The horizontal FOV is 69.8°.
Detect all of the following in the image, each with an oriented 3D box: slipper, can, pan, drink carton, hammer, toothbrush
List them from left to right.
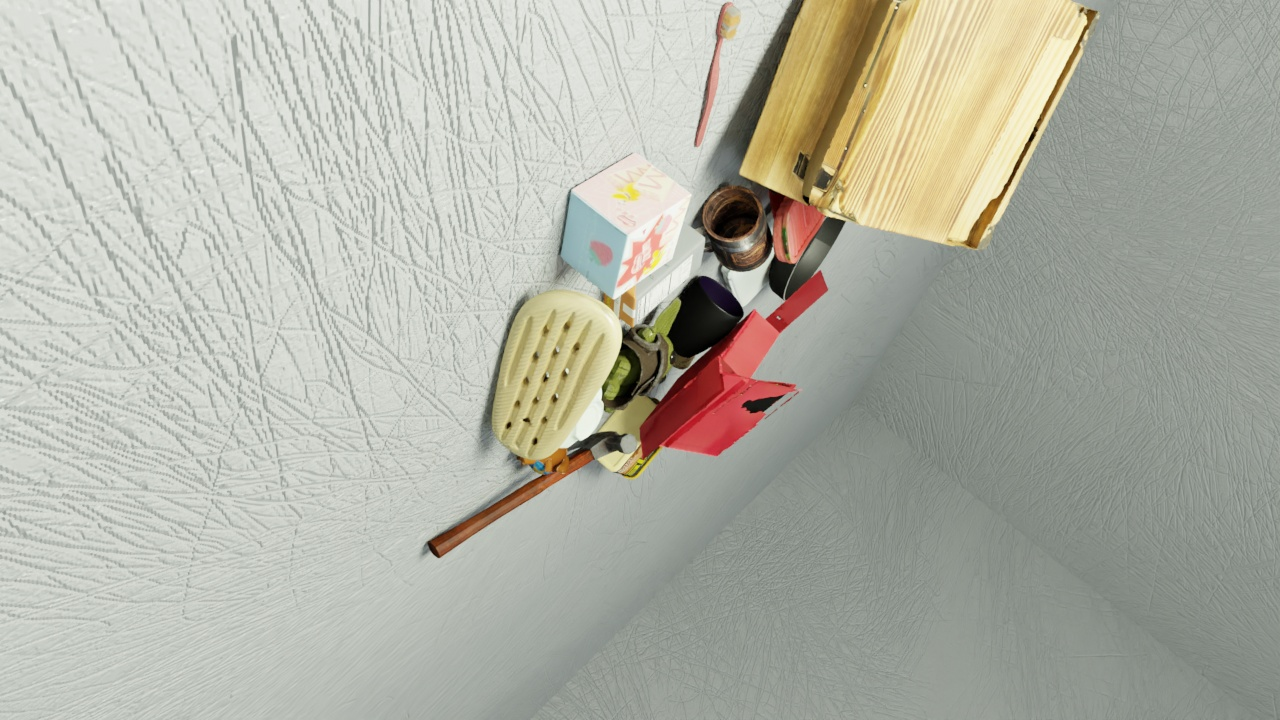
[{"bbox_3d":[-0.149,0.175,1.228,0.299,0.028,0.111,-30,-165,-29],"label":"hammer"},{"bbox_3d":[-0.093,0.007,0.993,0.262,0.111,0.079,-61,-179,43],"label":"slipper"},{"bbox_3d":[-0.011,0.116,1.439,0.131,0.072,0.101,-50,160,2],"label":"can"},{"bbox_3d":[0.015,-0.105,1.084,0.124,0.048,0.076,-42,161,-22],"label":"drink carton"},{"bbox_3d":[0.073,-0.026,1.402,0.038,0.038,0.080,-26,151,-52],"label":"can"},{"bbox_3d":[0.075,-0.280,0.928,0.015,0.015,0.185,-34,159,-24],"label":"toothbrush"},{"bbox_3d":[0.205,-0.211,1.245,0.248,0.059,0.104,-60,143,-47],"label":"slipper"},{"bbox_3d":[0.319,-0.241,1.503,0.354,0.044,0.204,-48,163,-26],"label":"pan"}]

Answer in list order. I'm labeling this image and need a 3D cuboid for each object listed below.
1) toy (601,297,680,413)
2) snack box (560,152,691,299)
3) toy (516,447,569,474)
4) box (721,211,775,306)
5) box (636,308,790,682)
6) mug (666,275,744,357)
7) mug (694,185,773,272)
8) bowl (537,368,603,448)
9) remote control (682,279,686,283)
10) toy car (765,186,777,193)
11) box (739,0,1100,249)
[{"bbox_3d":[-0.007,0.007,1.206,0.152,0.078,0.180,-26,148,-59],"label":"toy"},{"bbox_3d":[-0.016,-0.132,0.903,0.094,0.079,0.093,-37,158,-34],"label":"snack box"},{"bbox_3d":[-0.121,0.097,1.197,0.090,0.071,0.102,63,45,-58],"label":"toy"},{"bbox_3d":[0.201,-0.174,1.418,0.190,0.037,0.209,-47,164,-2],"label":"box"},{"bbox_3d":[0.081,0.152,1.212,0.215,0.138,0.466,-45,-158,44],"label":"box"},{"bbox_3d":[0.084,-0.064,1.308,0.100,0.085,0.118,-48,-166,25],"label":"mug"},{"bbox_3d":[0.108,-0.160,1.172,0.116,0.080,0.107,-25,163,7],"label":"mug"},{"bbox_3d":[-0.085,0.059,1.115,0.117,0.061,0.118,-45,151,-34],"label":"bowl"},{"bbox_3d":[0.040,-0.114,1.188,0.046,0.009,0.124,-58,161,23],"label":"remote control"},{"bbox_3d":[0.156,-0.246,1.137,0.047,0.047,0.111,-54,158,6],"label":"toy car"},{"bbox_3d":[0.295,-0.283,0.988,0.268,0.264,0.280,-18,135,-55],"label":"box"}]
